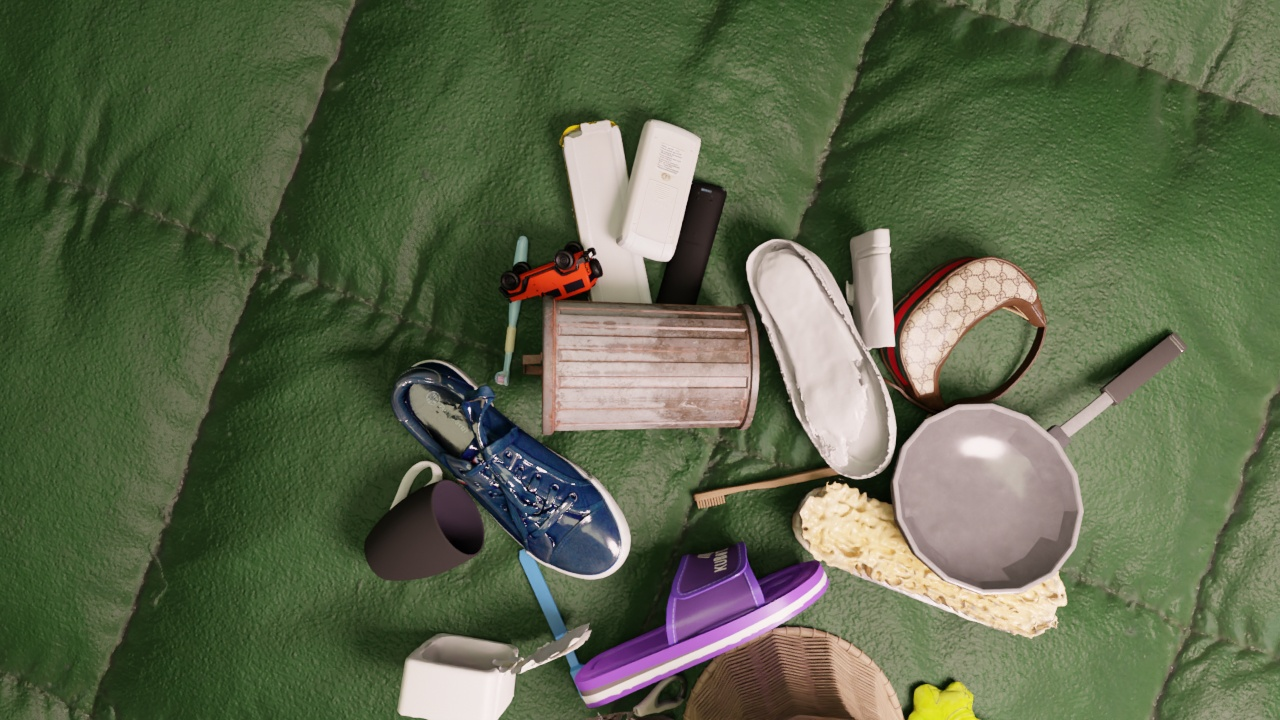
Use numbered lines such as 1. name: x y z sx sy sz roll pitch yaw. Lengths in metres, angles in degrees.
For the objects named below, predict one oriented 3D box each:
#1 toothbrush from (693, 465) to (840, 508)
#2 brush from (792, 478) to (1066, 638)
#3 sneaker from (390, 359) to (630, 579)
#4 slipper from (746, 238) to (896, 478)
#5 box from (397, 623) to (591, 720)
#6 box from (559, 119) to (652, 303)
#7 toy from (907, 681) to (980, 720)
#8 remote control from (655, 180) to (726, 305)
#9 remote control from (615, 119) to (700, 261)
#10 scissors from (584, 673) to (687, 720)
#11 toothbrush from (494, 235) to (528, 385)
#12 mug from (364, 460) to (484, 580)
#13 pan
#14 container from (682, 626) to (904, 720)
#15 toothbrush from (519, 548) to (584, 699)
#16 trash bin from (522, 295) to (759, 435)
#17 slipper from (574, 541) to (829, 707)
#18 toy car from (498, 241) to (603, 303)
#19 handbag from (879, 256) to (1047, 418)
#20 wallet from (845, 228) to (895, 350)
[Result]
1. toothbrush: 0.137 0.126 0.933 0.167 0.016 0.016 -13 89 3
2. brush: 0.281 0.195 0.904 0.271 0.057 0.083 21 83 2
3. sneaker: -0.129 0.108 0.893 0.294 0.127 0.121 42 94 0
4. slipper: 0.178 -0.002 0.898 0.112 0.074 0.246 -28 82 43
5. box: -0.138 0.307 0.899 0.190 0.110 0.083 -9 89 6
6. box: -0.035 -0.138 0.932 0.064 0.033 0.209 -11 91 0
7. toy: 0.316 0.369 0.917 0.094 0.036 0.093 -5 87 9
8. remote control: 0.050 -0.107 0.933 0.041 0.020 0.152 15 91 4
9. remote control: 0.018 -0.170 0.915 0.060 0.025 0.138 16 81 -19
10. scissors: -0.009 0.355 0.884 0.013 0.169 0.132 16 118 37
11. toothbrush: -0.132 -0.051 0.944 0.016 0.022 0.155 8 91 -39
12. mug: -0.225 0.163 0.926 0.100 0.085 0.118 -28 58 17
13. pan: 0.392 0.081 0.884 0.356 0.041 0.178 -35 79 -11
14. container: 0.151 0.384 0.843 0.227 0.196 0.227 0 90 3
15. toothbrush: -0.086 0.271 0.949 0.016 0.014 0.166 -26 85 4
16. trash bin: -0.005 0.005 0.870 0.211 0.131 0.131 0 90 -6
17. slipper: 0.046 0.240 0.898 0.267 0.107 0.084 -28 87 7
18. toy car: -0.088 -0.081 0.901 0.100 0.051 0.049 -19 105 15
19. handbag: 0.319 -0.019 0.904 0.166 0.063 0.138 -44 98 2
20. wallet: 0.222 -0.069 0.894 0.032 0.086 0.116 -1 87 -3
